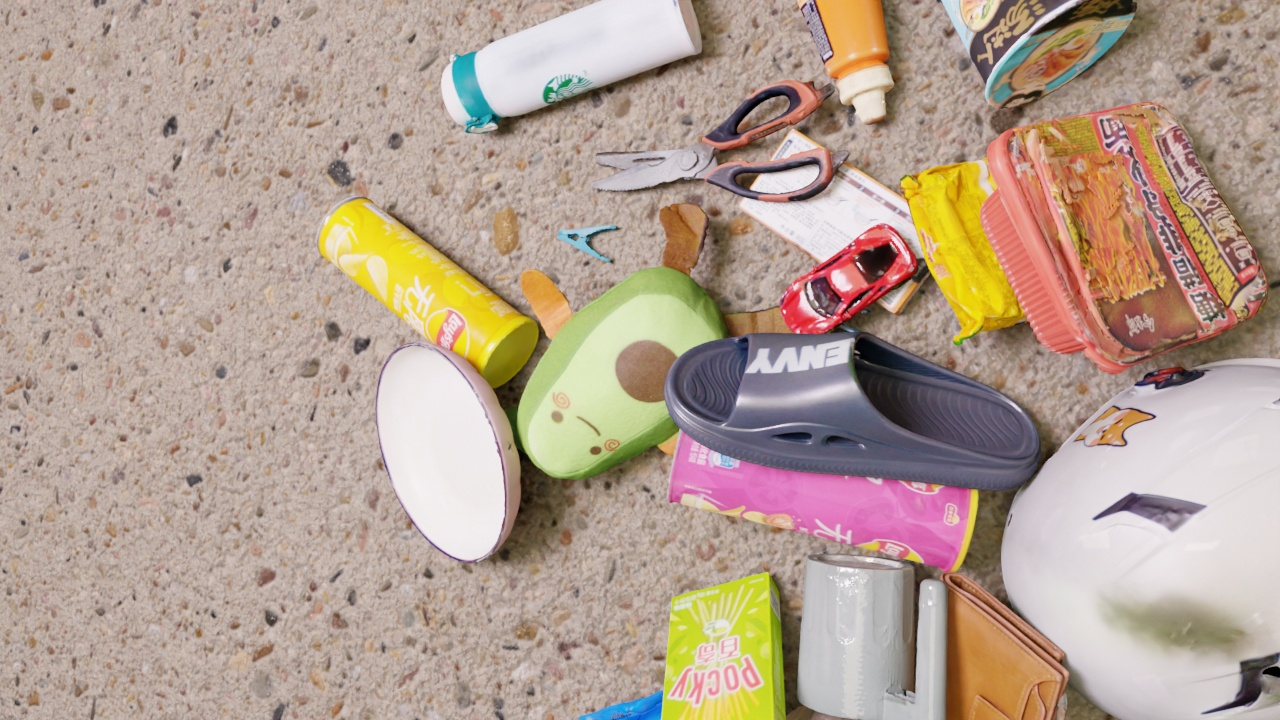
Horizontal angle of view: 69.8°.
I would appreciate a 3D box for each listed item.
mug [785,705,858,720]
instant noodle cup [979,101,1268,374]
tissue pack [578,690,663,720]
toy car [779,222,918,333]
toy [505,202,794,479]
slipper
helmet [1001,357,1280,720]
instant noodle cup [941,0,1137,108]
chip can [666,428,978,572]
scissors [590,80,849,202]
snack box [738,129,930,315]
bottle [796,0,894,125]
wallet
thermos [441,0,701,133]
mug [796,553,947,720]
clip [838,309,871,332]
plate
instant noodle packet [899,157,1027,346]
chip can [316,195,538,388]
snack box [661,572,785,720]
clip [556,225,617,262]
[{"bbox_3d":[0.139,0.299,0.655,0.115,0.105,0.081,-7,85,19],"label":"mug"},{"bbox_3d":[0.304,-0.077,0.602,0.079,0.188,0.164,-40,68,60],"label":"instant noodle cup"},{"bbox_3d":[0.014,0.346,0.726,0.095,0.052,0.157,-24,79,19],"label":"tissue pack"},{"bbox_3d":[0.152,-0.057,0.683,0.106,0.031,0.049,-35,76,19],"label":"toy car"},{"bbox_3d":[-0.004,0.004,0.728,0.247,0.090,0.227,-44,93,9],"label":"toy"},{"bbox_3d":[0.153,0.018,0.633,0.268,0.110,0.083,10,133,-1],"label":"slipper"},{"bbox_3d":[0.364,0.116,0.558,0.274,0.156,0.230,-34,77,15],"label":"helmet"},{"bbox_3d":[0.264,-0.261,0.649,0.111,0.111,0.120,-31,69,15],"label":"instant noodle cup"},{"bbox_3d":[0.128,0.094,0.667,0.210,0.071,0.071,12,91,8],"label":"chip can"},{"bbox_3d":[0.058,-0.173,0.742,0.206,0.015,0.201,-50,62,13],"label":"scissors"},{"bbox_3d":[0.158,-0.108,0.713,0.154,0.026,0.075,38,100,18],"label":"snack box"},{"bbox_3d":[0.161,-0.255,0.706,0.067,0.066,0.149,-16,89,18],"label":"bottle"},{"bbox_3d":[0.234,0.227,0.612,0.119,0.035,0.131,-135,43,-56],"label":"wallet"},{"bbox_3d":[-0.063,-0.255,0.780,0.225,0.073,0.073,-14,82,19],"label":"thermos"},{"bbox_3d":[0.168,0.197,0.650,0.124,0.083,0.103,-5,81,60],"label":"mug"},{"bbox_3d":[0.148,-0.034,0.714,0.058,0.026,0.042,17,100,20],"label":"clip"},{"bbox_3d":[-0.158,0.075,0.778,0.193,0.038,0.192,18,116,42],"label":"plate"},{"bbox_3d":[0.249,-0.080,0.652,0.110,0.044,0.128,-15,81,-19],"label":"instant noodle packet"},{"bbox_3d":[-0.190,-0.063,0.811,0.213,0.072,0.072,37,99,18],"label":"chip can"},{"bbox_3d":[0.061,0.229,0.671,0.086,0.156,0.026,-19,119,18],"label":"snack box"},{"bbox_3d":[-0.047,-0.104,0.794,0.054,0.013,0.033,11,89,20],"label":"clip"}]
